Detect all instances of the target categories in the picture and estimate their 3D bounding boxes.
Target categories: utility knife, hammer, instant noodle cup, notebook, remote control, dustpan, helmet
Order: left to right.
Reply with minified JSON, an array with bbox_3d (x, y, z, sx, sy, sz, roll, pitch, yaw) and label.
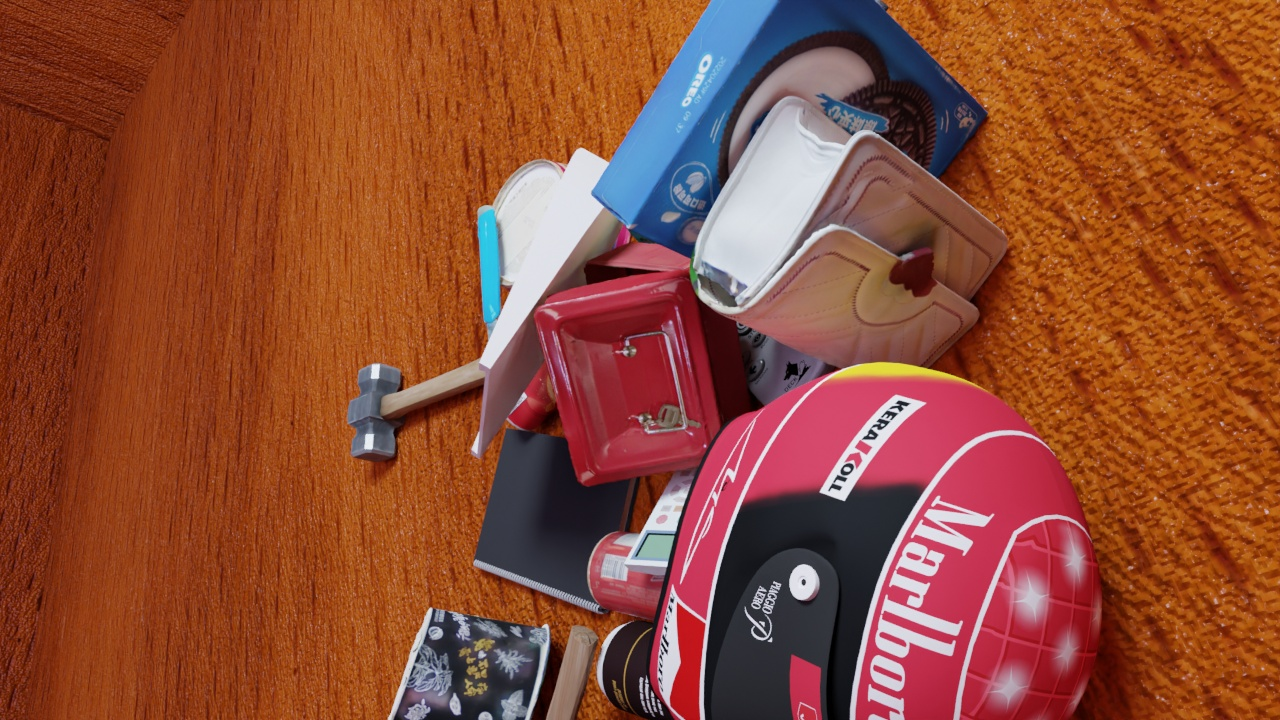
[{"bbox_3d":[-0.236,0.033,1.080,0.324,0.051,0.117,-19,63,39],"label":"hammer"},{"bbox_3d":[-0.154,0.286,0.811,0.137,0.112,0.137,-162,91,-82],"label":"instant noodle cup"},{"bbox_3d":[-0.153,-0.071,0.936,0.031,0.015,0.224,-32,52,38],"label":"utility knife"},{"bbox_3d":[-0.088,-0.064,0.787,0.257,0.053,0.192,-59,-3,-27],"label":"dustpan"},{"bbox_3d":[-0.083,0.370,0.751,0.098,0.052,0.328,24,104,49],"label":"hammer"},{"bbox_3d":[-0.097,-0.134,0.967,0.179,0.077,0.178,-19,63,41],"label":"instant noodle cup"},{"bbox_3d":[-0.086,0.150,0.900,0.207,0.016,0.149,4,78,47],"label":"notebook"},{"bbox_3d":[0.042,0.113,0.723,0.050,0.024,0.143,-6,37,38],"label":"remote control"},{"bbox_3d":[0.099,-0.020,0.762,0.074,0.019,0.151,-56,44,17],"label":"remote control"},{"bbox_3d":[0.138,0.137,0.530,0.225,0.197,0.271,15,87,56],"label":"helmet"}]

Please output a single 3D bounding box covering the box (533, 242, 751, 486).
[{"bbox_3d":[0.013,-0.008,0.748,0.147,0.155,0.157,-8,110,9],"label":"box"}]

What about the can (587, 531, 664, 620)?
[{"bbox_3d":[0.033,0.176,0.726,0.170,0.067,0.067,-3,74,46],"label":"can"}]

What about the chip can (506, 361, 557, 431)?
[{"bbox_3d":[-0.058,-0.012,0.901,0.215,0.051,0.051,-43,49,28],"label":"chip can"}]

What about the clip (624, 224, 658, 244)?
[{"bbox_3d":[0.043,-0.092,0.834,0.031,0.121,0.130,-51,61,18],"label":"clip"}]

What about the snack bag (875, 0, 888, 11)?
[{"bbox_3d":[0.155,-0.239,0.714,0.075,0.018,0.155,-54,4,16],"label":"snack bag"}]

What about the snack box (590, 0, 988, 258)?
[{"bbox_3d":[0.109,-0.145,0.632,0.196,0.238,0.056,-55,47,17],"label":"snack box"}]

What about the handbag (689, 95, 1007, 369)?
[{"bbox_3d":[0.140,-0.064,0.603,0.096,0.198,0.142,42,108,44],"label":"handbag"}]

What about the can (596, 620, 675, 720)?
[{"bbox_3d":[0.032,0.243,0.699,0.129,0.071,0.072,-3,74,46],"label":"can"}]
